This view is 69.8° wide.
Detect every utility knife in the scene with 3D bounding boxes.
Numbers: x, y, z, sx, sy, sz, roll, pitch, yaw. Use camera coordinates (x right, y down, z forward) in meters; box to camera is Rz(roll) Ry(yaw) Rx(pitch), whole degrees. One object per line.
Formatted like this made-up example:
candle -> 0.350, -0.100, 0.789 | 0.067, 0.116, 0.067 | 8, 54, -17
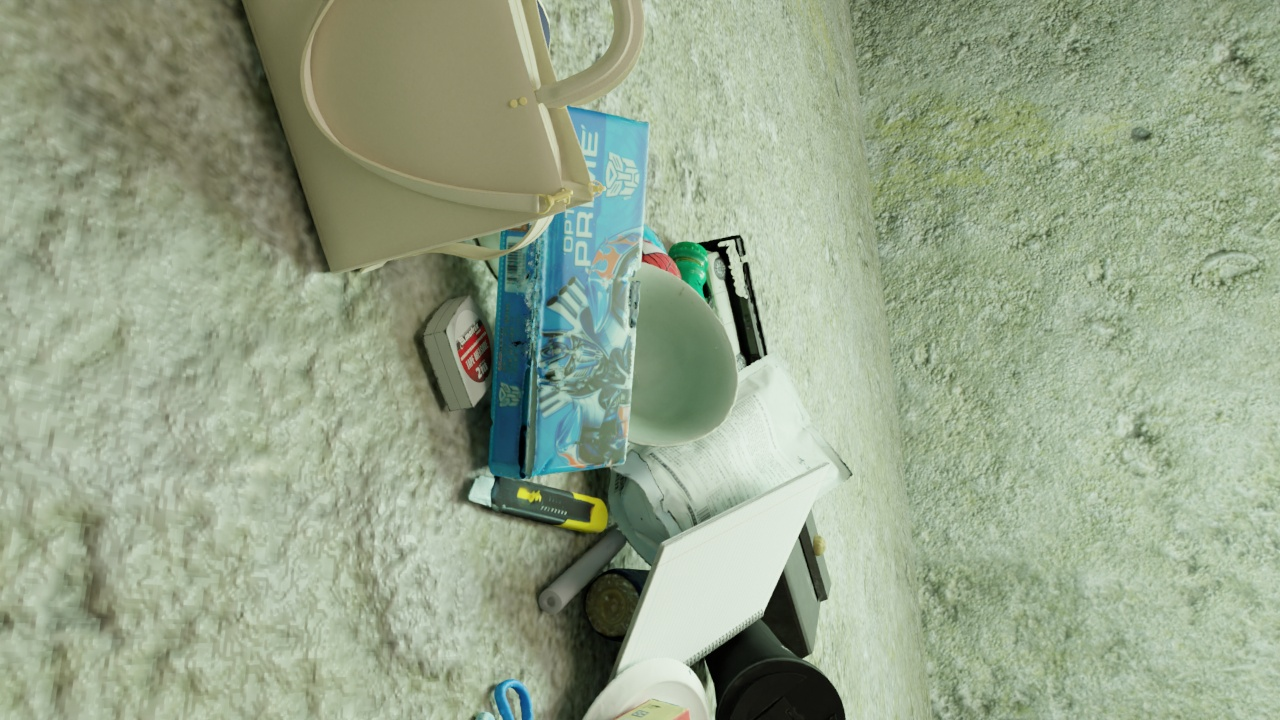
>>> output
utility knife -> -0.071, 0.104, 0.664 | 0.187, 0.020, 0.028 | 30, 52, -61

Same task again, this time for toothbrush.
toothbrush -> -0.031, 0.155, 0.737 | 0.018, 0.019, 0.187 | 37, 20, 11

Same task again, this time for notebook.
notebook -> 0.065, 0.185, 0.756 | 0.245, 0.013, 0.178 | -13, 129, -50

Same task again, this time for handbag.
handbag -> 0.172, 0.222, 1.100 | 0.198, 0.102, 0.197 | -61, 137, -57
handbag -> -0.089, -0.151, 0.477 | 0.101, 0.198, 0.195 | -42, 120, -64

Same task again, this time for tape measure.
tape measure -> -0.116, -0.006, 0.593 | 0.060, 0.020, 0.062 | -65, 141, -63

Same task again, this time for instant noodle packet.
instant noodle packet -> 0.085, 0.093, 0.832 | 0.268, 0.057, 0.147 | -24, 84, -46

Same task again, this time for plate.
plate -> 0.004, 0.302, 0.685 | 0.156, 0.014, 0.157 | -6, 99, -44

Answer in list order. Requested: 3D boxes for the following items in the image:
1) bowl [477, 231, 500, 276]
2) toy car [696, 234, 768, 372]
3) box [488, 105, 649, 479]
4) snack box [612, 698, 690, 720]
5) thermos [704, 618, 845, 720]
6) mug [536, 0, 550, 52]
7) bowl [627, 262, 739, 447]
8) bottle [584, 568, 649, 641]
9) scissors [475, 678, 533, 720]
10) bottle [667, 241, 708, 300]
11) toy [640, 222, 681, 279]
bowl -> -0.067, -0.132, 0.712 | 0.176, 0.058, 0.176 | -9, 90, -68
toy car -> 0.082, -0.037, 1.027 | 0.071, 0.094, 0.192 | -21, 102, -46
box -> -0.044, -0.045, 0.615 | 0.091, 0.085, 0.243 | -24, 119, -75
snack box -> -0.018, 0.322, 0.610 | 0.142, 0.040, 0.145 | -8, 94, -49
thermos -> 0.108, 0.295, 0.840 | 0.218, 0.106, 0.106 | -173, -106, -86
mug -> -0.115, -0.222, 0.615 | 0.112, 0.086, 0.089 | 34, 36, -13
bowl -> -0.005, 0.005, 0.788 | 0.174, 0.068, 0.174 | 14, 59, -26
bottle -> 0.009, 0.204, 0.769 | 0.160, 0.056, 0.056 | 30, 55, -63
scissors -> -0.075, 0.267, 0.600 | 0.131, 0.022, 0.070 | 67, 26, -22
bottle -> 0.041, -0.029, 0.921 | 0.068, 0.068, 0.209 | 55, 34, -47
toy -> 0.005, -0.088, 0.873 | 0.092, 0.062, 0.132 | 56, 22, -51
